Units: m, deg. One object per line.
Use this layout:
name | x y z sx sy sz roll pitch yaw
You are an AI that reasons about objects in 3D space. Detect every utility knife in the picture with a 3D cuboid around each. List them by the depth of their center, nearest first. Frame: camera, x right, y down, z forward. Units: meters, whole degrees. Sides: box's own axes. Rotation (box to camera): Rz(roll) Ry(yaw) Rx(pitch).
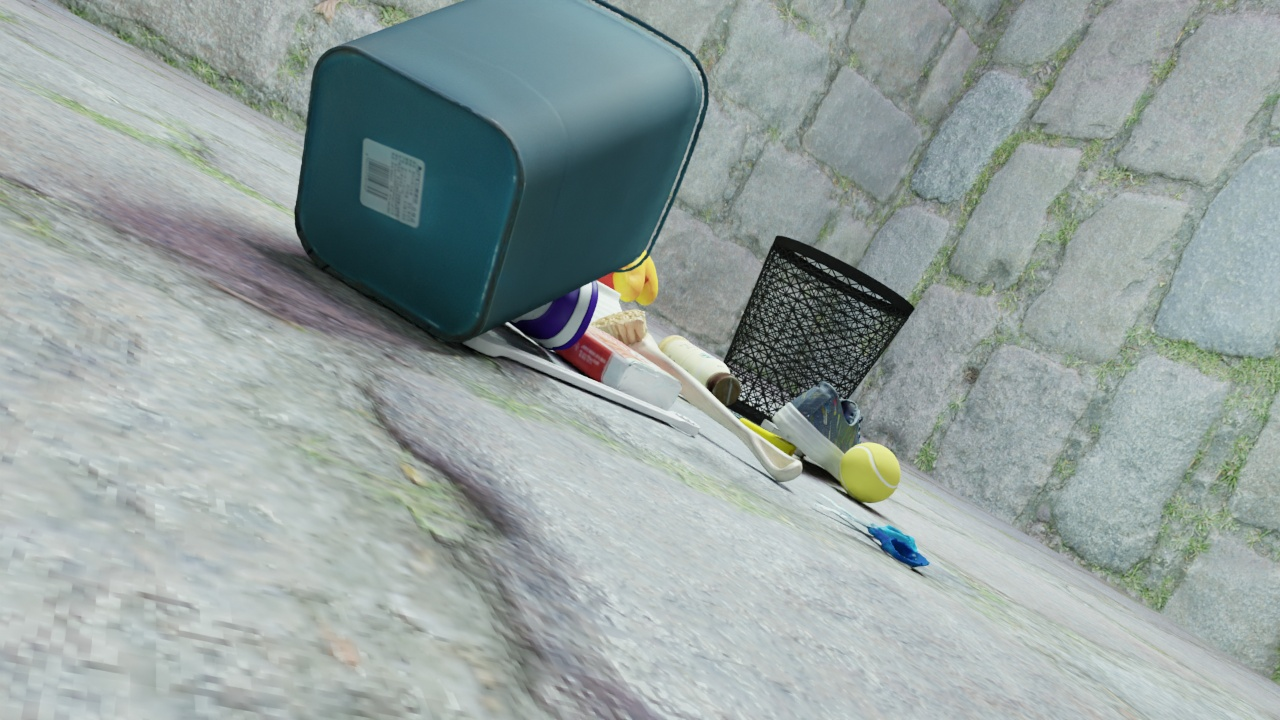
utility knife | 0.087 0.056 1.058 0.203 0.020 0.028 29 2 17

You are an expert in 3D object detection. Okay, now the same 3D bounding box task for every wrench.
wrench | -0.043 0.017 0.704 0.273 0.009 0.047 25 6 -43

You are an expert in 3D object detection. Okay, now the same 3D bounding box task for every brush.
brush | 0.045 0.028 0.857 0.272 0.062 0.077 37 -29 35

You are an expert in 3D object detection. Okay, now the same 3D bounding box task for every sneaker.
sneaker | -0.137 -0.088 0.820 0.111 0.092 0.244 25 2 -42
sneaker | 0.230 0.085 1.068 0.087 0.079 0.235 47 8 31

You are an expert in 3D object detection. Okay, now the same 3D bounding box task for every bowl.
bowl | -0.073 -0.068 1.122 0.177 0.071 0.177 29 4 -2

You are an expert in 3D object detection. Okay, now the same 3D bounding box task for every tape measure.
tape measure | 0.186 0.099 1.169 0.060 0.020 0.062 28 4 -7

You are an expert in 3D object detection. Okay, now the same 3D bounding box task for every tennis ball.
tennis ball | 0.248 0.122 0.996 0.065 0.065 0.065 29 4 -3

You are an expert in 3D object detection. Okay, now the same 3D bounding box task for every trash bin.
trash bin | -0.098 -0.138 0.631 0.196 0.200 0.218 30 34 12
trash bin | 0.227 -0.017 1.298 0.217 0.243 0.217 29 4 -3

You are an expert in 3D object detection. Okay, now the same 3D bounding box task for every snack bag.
snack bag | -0.026 0.002 0.817 0.077 0.036 0.116 23 7 -47

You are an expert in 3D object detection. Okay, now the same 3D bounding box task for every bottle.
bottle | 0.075 0.015 1.203 0.056 0.056 0.162 27 5 -29

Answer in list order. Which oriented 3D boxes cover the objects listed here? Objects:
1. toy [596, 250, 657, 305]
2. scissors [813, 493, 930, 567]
toy | -0.088 -0.126 1.268 0.216 0.098 0.147 8 -5 15
scissors | 0.197 0.142 0.767 0.127 0.014 0.133 27 6 -21
